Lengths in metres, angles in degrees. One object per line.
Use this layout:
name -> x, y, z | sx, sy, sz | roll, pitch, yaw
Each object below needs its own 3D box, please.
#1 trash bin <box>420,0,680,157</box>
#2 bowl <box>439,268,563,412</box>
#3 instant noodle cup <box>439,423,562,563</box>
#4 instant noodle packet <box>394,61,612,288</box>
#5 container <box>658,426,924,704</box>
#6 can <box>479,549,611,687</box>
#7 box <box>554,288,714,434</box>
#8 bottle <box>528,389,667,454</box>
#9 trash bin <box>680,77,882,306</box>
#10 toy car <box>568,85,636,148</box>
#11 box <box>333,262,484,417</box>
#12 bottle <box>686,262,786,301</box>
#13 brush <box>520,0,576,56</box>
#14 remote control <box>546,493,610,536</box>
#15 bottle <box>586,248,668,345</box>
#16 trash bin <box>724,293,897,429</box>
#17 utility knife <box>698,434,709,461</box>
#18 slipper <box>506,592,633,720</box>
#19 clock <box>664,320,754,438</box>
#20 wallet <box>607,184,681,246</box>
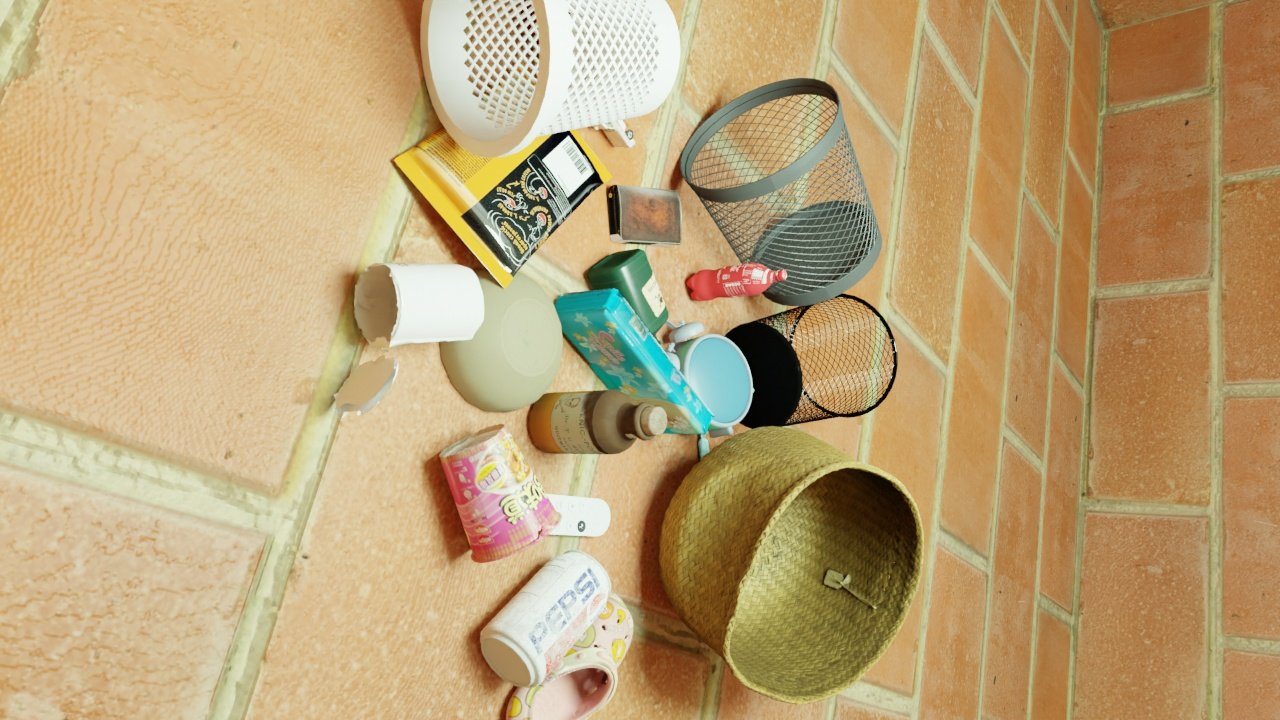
trash bin -> -0.077, -0.306, 0.904 | 0.199, 0.196, 0.195 | -17, 100, -43
bowl -> -0.131, -0.022, 0.945 | 0.152, 0.051, 0.152 | 6, 83, -50
instant noodle cup -> -0.143, 0.125, 0.895 | 0.097, 0.098, 0.108 | -34, 104, -46
instant noodle packet -> -0.133, -0.200, 0.958 | 0.160, 0.032, 0.220 | 50, 50, -17
container -> 0.178, 0.237, 1.126 | 0.306, 0.197, 0.307 | -11, 112, -28
can -> -0.095, 0.263, 0.944 | 0.135, 0.078, 0.078 | -42, 118, -44
box -> -0.006, 0.006, 1.059 | 0.227, 0.094, 0.041 | 51, 52, -34
bottle -> -0.041, 0.065, 0.963 | 0.067, 0.157, 0.068 | 6, 82, -50
trash bin -> 0.201, -0.219, 1.242 | 0.227, 0.218, 0.217 | 54, 49, -38
toy car -> -0.051, -0.291, 1.077 | 0.039, 0.039, 0.113 | -48, 126, -16
box -> -0.211, -0.019, 0.830 | 0.140, 0.084, 0.141 | -2, 94, -49
bottle -> 0.125, -0.103, 1.188 | 0.041, 0.142, 0.042 | 6, 82, -50
brush -> -0.076, -0.398, 1.049 | 0.172, 0.042, 0.082 | -48, 123, -41
remote control -> -0.082, 0.172, 1.018 | 0.136, 0.013, 0.043 | 15, 75, -49
bottle -> -0.007, -0.061, 1.089 | 0.061, 0.061, 0.131 | -42, 118, -41
trash bin -> 0.222, 0.007, 1.280 | 0.209, 0.184, 0.184 | -11, 96, -44
utility knife -> 0.087, 0.145, 1.225 | 0.022, 0.015, 0.126 | -6, 89, -49
slipper -> -0.058, 0.337, 0.982 | 0.196, 0.082, 0.093 | -46, 123, -39
clock -> 0.067, 0.017, 1.171 | 0.161, 0.076, 0.121 | 47, 53, -22
wallet -> 0.007, -0.181, 1.149 | 0.122, 0.019, 0.072 | -6, 92, -50
